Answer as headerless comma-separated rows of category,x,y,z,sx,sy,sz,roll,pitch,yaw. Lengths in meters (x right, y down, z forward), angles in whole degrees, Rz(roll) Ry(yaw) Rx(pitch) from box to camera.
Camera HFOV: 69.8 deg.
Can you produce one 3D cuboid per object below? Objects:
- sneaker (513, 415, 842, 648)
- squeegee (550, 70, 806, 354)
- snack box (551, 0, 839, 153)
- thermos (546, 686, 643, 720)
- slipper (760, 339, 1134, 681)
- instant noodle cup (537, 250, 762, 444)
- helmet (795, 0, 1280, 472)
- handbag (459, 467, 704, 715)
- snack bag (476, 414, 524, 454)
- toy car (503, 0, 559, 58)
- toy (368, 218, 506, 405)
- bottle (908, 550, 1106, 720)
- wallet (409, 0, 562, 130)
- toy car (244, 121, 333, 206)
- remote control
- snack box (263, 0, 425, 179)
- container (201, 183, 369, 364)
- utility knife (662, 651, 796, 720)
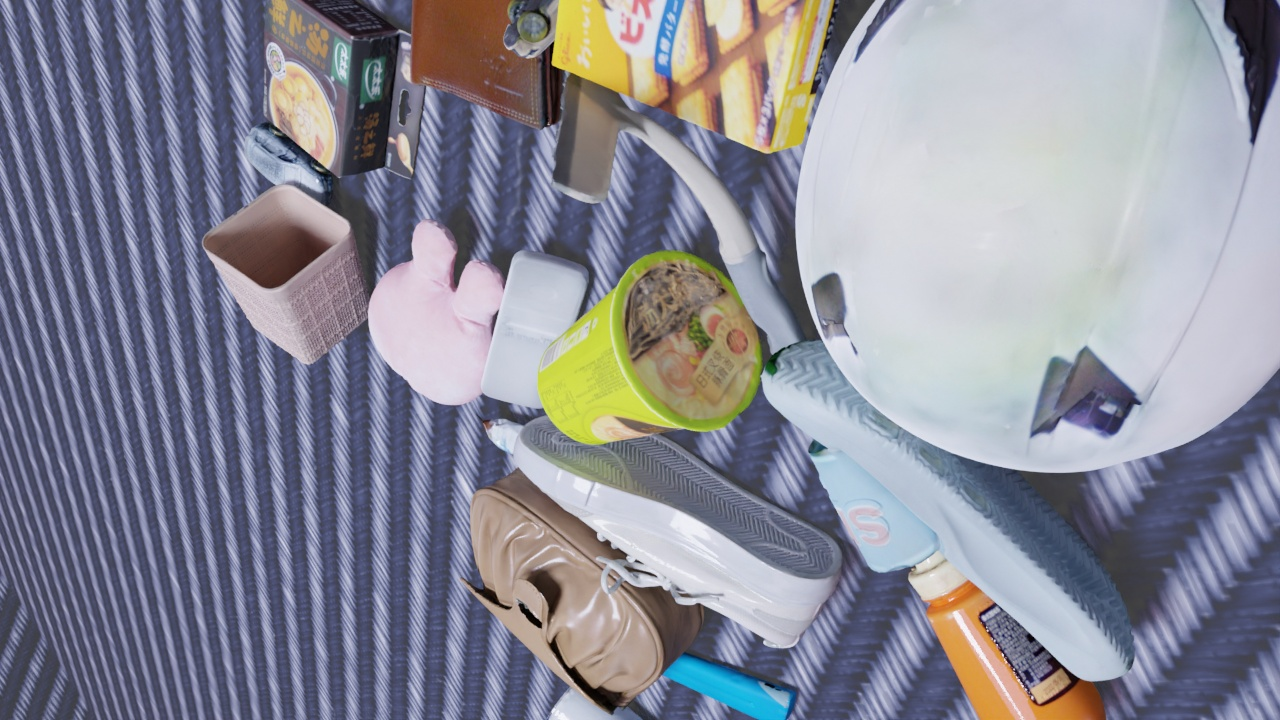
sneaker,0.016,0.120,0.643,0.242,0.089,0.091,26,122,17
squeegee,0.046,-0.063,0.508,0.039,0.246,0.246,-30,119,18
snack box,0.021,-0.161,0.422,0.140,0.033,0.087,33,127,31
thermos,0.016,0.365,0.791,0.220,0.070,0.070,35,131,18
slipper,0.160,0.081,0.496,0.245,0.103,0.074,43,121,1
instant noodle cup,-0.004,0.003,0.589,0.124,0.111,0.111,-26,96,52
helmet,0.159,-0.067,0.377,0.229,0.145,0.259,23,121,31
handbag,-0.058,0.182,0.725,0.204,0.099,0.148,34,128,24
snack bag,-0.084,0.067,0.727,0.104,0.026,0.048,15,162,30
toy car,-0.041,-0.207,0.518,0.090,0.042,0.035,-42,124,11
toy,-0.155,-0.034,0.714,0.121,0.054,0.160,41,133,3
bottle,0.205,0.162,0.539,0.067,0.066,0.149,-41,78,44
wallet,-0.102,-0.213,0.593,0.124,0.032,0.101,27,130,26
toy car,-0.294,-0.163,0.769,0.090,0.034,0.043,39,129,13
remote control,-0.079,-0.020,0.672,0.056,0.020,0.136,15,129,-8
snack box,-0.223,-0.207,0.681,0.125,0.053,0.113,38,132,23
container,-0.285,-0.067,0.762,0.090,0.090,0.111,31,149,19
utility knife,0.051,0.252,0.735,0.159,0.018,0.034,10,116,36
